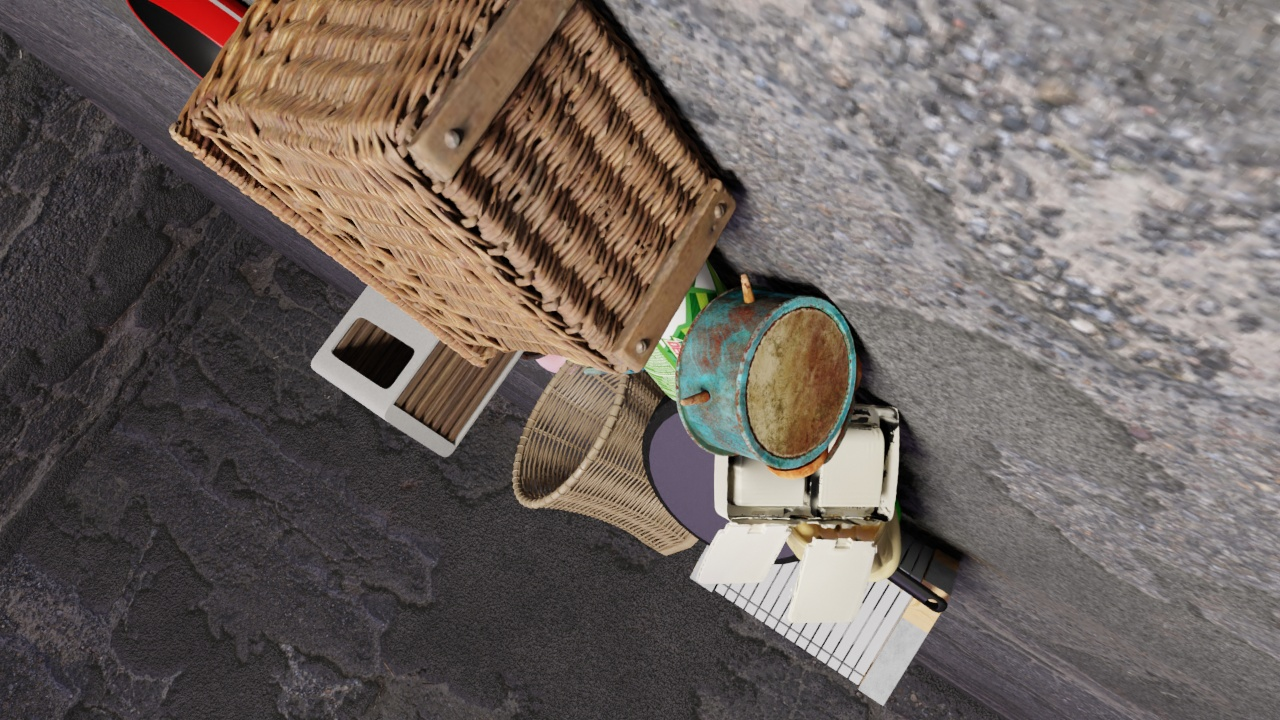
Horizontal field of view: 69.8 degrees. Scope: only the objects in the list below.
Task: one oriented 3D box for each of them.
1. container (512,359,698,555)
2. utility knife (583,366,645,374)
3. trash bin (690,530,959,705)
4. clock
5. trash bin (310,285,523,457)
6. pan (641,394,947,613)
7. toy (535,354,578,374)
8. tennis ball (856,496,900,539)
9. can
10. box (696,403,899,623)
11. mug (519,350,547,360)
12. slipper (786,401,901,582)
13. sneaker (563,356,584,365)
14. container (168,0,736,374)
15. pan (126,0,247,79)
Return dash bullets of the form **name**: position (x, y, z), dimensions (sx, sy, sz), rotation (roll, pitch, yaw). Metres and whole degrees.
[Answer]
- **container**: position (-0.013, 0.113, 1.127), dimensions (0.196, 0.226, 0.227), rotation (31, 172, -25)
- **utility knife**: position (-0.006, 0.005, 0.931), dimensions (0.031, 0.015, 0.195), rotation (-3, -177, 26)
- **trash bin**: position (0.214, 0.241, 1.059), dimensions (0.247, 0.142, 0.142), rotation (30, -166, 19)
- **clock**: position (0.094, 0.018, 0.630), dimensions (0.157, 0.121, 0.073), rotation (34, 167, -37)
- **trash bin**: position (-0.193, -0.041, 0.916), dimensions (0.114, 0.228, 0.114), rotation (28, 168, 31)
- **pan**: position (0.156, 0.156, 0.939), dimensions (0.356, 0.034, 0.226), rotation (35, 134, 8)
- **toy**: position (-0.123, -0.009, 1.330), dimensions (0.102, 0.050, 0.093), rotation (24, 163, 29)
- **tennis ball**: position (0.238, 0.159, 0.958), dimensions (0.065, 0.065, 0.065), rotation (33, 170, 7)
- **can**: position (0.024, -0.034, 0.662), dimensions (0.083, 0.083, 0.144), rotation (23, 160, 46)
- **box**: position (0.122, 0.114, 0.722), dimensions (0.145, 0.186, 0.065), rotation (5, -160, -16)
- **mug**: position (-0.140, -0.060, 1.101), dimensions (0.122, 0.096, 0.110), rotation (0, -155, -46)
- **slipper**: position (0.167, 0.136, 0.821), dimensions (0.111, 0.079, 0.262), rotation (2, 134, 24)
- **sneaker**: position (-0.058, -0.056, 0.818), dimensions (0.102, 0.088, 0.242), rotation (29, 168, -24)
- **container**: position (-0.081, -0.106, 0.509), dimensions (0.183, 0.162, 0.250), rotation (18, 162, 45)
- **pan**: position (-0.319, -0.241, 0.845), dimensions (0.356, 0.067, 0.209), rotation (30, 169, 18)
